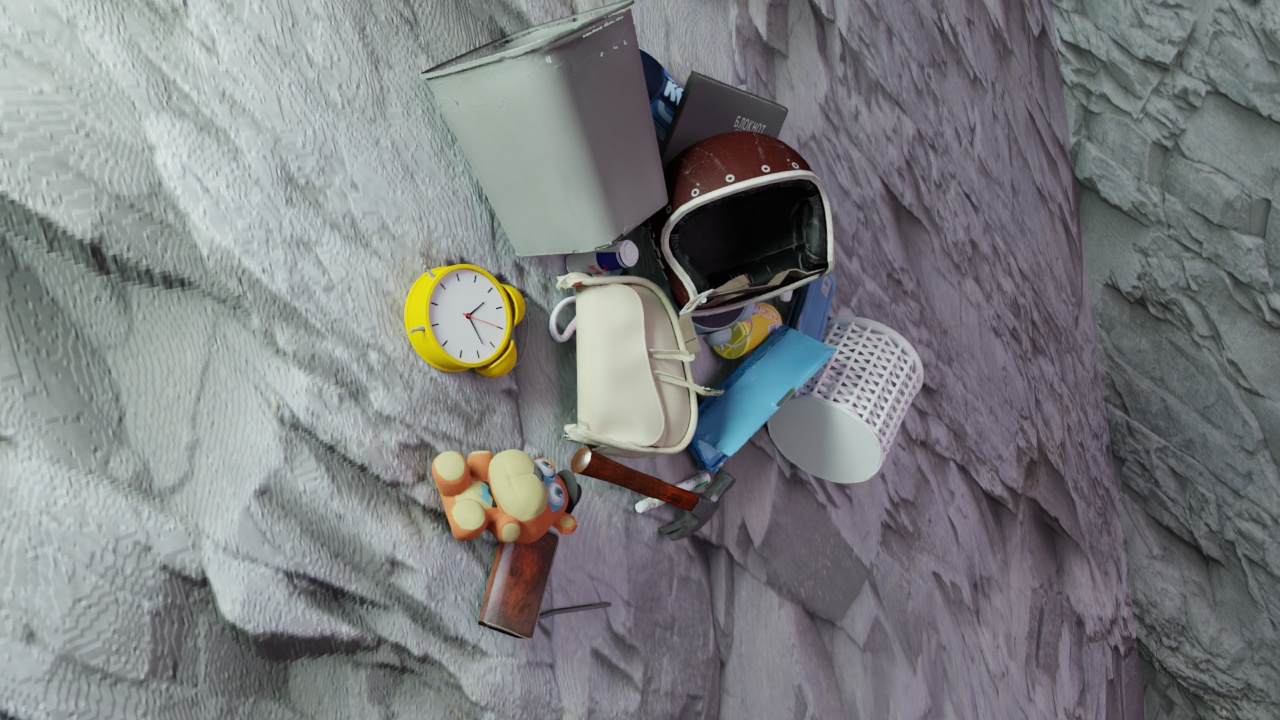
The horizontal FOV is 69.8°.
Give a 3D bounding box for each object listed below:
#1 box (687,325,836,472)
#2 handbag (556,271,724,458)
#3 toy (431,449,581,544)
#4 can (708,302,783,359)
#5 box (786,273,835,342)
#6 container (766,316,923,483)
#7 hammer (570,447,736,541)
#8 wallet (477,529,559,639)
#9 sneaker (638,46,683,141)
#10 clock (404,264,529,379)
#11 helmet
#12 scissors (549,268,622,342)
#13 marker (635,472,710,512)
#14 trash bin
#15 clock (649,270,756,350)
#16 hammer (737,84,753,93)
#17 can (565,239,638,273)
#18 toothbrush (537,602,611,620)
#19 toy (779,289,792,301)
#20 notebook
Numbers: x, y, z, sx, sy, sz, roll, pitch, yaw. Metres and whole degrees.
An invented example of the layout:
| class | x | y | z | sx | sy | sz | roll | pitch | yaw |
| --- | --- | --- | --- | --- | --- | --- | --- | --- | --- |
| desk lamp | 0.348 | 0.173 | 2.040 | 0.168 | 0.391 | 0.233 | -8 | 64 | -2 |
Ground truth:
| class | x | y | z | sx | sy | sz | roll | pitch | yaw |
| --- | --- | --- | --- | --- | --- | --- | --- | --- | --- |
| box | 0.174 | 0.060 | 1.277 | 0.231 | 0.110 | 0.094 | -42 | 123 | -21 |
| handbag | -0.007 | 0.006 | 1.106 | 0.183 | 0.132 | 0.229 | -3 | 89 | -43 |
| toy | -0.140 | 0.147 | 0.982 | 0.175 | 0.096 | 0.112 | 15 | 39 | -50 |
| can | 0.155 | -0.045 | 1.344 | 0.104 | 0.068 | 0.067 | -19 | 101 | -47 |
| box | 0.253 | -0.080 | 1.449 | 0.069 | 0.064 | 0.209 | 52 | 38 | -24 |
| container | 0.318 | 0.061 | 1.426 | 0.186 | 0.190 | 0.189 | -53 | 124 | -35 |
| hammer | 0.013 | 0.157 | 1.138 | 0.111 | 0.028 | 0.300 | -55 | 142 | 4 |
| wallet | -0.135 | 0.241 | 1.021 | 0.072 | 0.020 | 0.122 | 31 | 59 | -33 |
| sneaker | 0.065 | -0.342 | 1.246 | 0.241 | 0.098 | 0.083 | 44 | 54 | -36 |
| clock | -0.181 | -0.042 | 0.985 | 0.151 | 0.052 | 0.113 | 21 | 71 | -41 |
| helmet | 0.116 | -0.150 | 1.126 | 0.233 | 0.234 | 0.253 | -16 | 86 | -7 |
| scissors | -0.064 | -0.083 | 1.145 | 0.108 | 0.016 | 0.178 | 34 | 63 | -40 |
| marker | 0.045 | 0.178 | 1.241 | 0.145 | 0.017 | 0.017 | -15 | 98 | -48 |
| trash bin | -0.087 | -0.248 | 1.011 | 0.196 | 0.198 | 0.220 | -43 | 123 | -42 |
| clock | 0.093 | -0.087 | 1.256 | 0.159 | 0.045 | 0.122 | 48 | 64 | -8 |
| hammer | 0.145 | -0.266 | 1.383 | 0.147 | 0.028 | 0.316 | 19 | 74 | -45 |
| can | -0.046 | -0.123 | 1.106 | 0.032 | 0.095 | 0.032 | 7 | 80 | -49 |
| toothbrush | -0.094 | 0.296 | 1.080 | 0.167 | 0.013 | 0.013 | 8 | 80 | -48 |
| toy | 0.236 | -0.189 | 1.421 | 0.131 | 0.106 | 0.205 | 28 | 65 | -40 |
| notebook | 0.095 | -0.261 | 1.226 | 0.169 | 0.029 | 0.209 | 10 | 117 | -33 |
